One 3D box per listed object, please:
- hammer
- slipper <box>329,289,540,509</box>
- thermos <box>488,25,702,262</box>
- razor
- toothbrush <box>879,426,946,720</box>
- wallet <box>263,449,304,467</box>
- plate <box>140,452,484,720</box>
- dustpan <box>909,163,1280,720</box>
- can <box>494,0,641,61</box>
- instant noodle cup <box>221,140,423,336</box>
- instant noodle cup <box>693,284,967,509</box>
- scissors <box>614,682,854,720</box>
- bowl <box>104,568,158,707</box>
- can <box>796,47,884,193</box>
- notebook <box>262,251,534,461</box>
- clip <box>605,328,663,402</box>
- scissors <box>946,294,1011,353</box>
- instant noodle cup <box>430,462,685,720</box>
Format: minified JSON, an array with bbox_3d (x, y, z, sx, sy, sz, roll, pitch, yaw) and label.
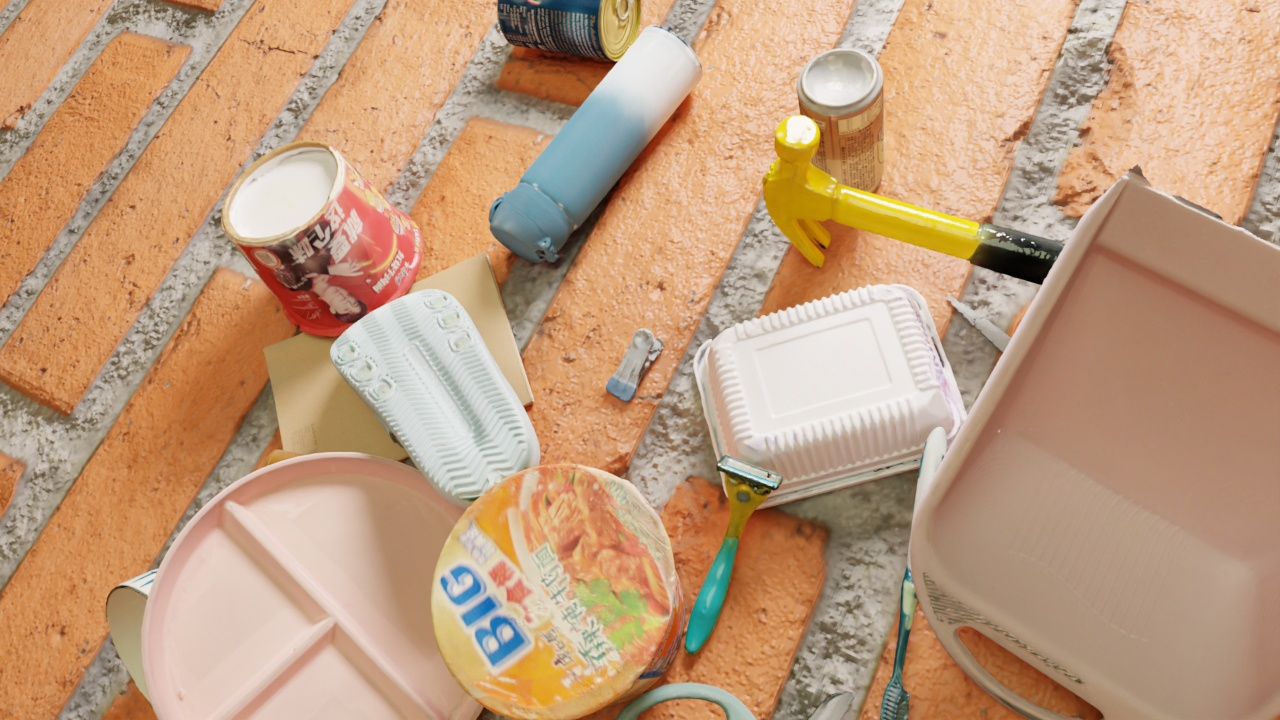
[{"bbox_3d":[0.227,-0.079,0.619,0.301,0.129,0.032,19,68,13],"label":"hammer"},{"bbox_3d":[-0.145,0.028,0.679,0.104,0.074,0.245,-37,47,-11],"label":"slipper"},{"bbox_3d":[-0.038,-0.177,0.758,0.070,0.070,0.220,34,79,26],"label":"thermos"},{"bbox_3d":[0.054,0.130,0.601,0.043,0.028,0.132,18,96,16],"label":"razor"},{"bbox_3d":[0.171,0.134,0.565,0.016,0.018,0.191,14,81,-11],"label":"toothbrush"},{"bbox_3d":[-0.241,0.135,0.691,0.131,0.035,0.118,9,67,17],"label":"wallet"},{"bbox_3d":[-0.204,0.173,0.613,0.229,0.028,0.229,7,63,-14],"label":"plate"},{"bbox_3d":[0.268,0.083,0.469,0.222,0.274,0.138,31,56,19],"label":"dustpan"},{"bbox_3d":[-0.065,-0.314,0.821,0.111,0.075,0.075,16,71,22],"label":"can"},{"bbox_3d":[-0.265,-0.104,0.756,0.138,0.109,0.137,-9,57,13],"label":"instant noodle cup"},{"bbox_3d":[0.126,0.014,0.628,0.173,0.060,0.137,-16,63,7],"label":"instant noodle cup"},{"bbox_3d":[0.062,0.272,0.543,0.170,0.019,0.180,1,73,2],"label":"scissors"},{"bbox_3d":[-0.317,0.196,0.657,0.116,0.117,0.066,24,31,24],"label":"bowl"},{"bbox_3d":[0.148,-0.168,0.671,0.058,0.116,0.058,-6,64,12],"label":"can"},{"bbox_3d":[-0.203,0.012,0.750,0.211,0.012,0.149,-23,63,5],"label":"notebook"},{"bbox_3d":[-0.004,0.004,0.692,0.024,0.027,0.056,32,88,27],"label":"clip"},{"bbox_3d":[0.274,0.012,0.612,0.159,0.014,0.180,15,70,22],"label":"scissors"},{"bbox_3d":[-0.040,0.152,0.582,0.151,0.111,0.151,-6,65,13],"label":"instant noodle cup"}]
